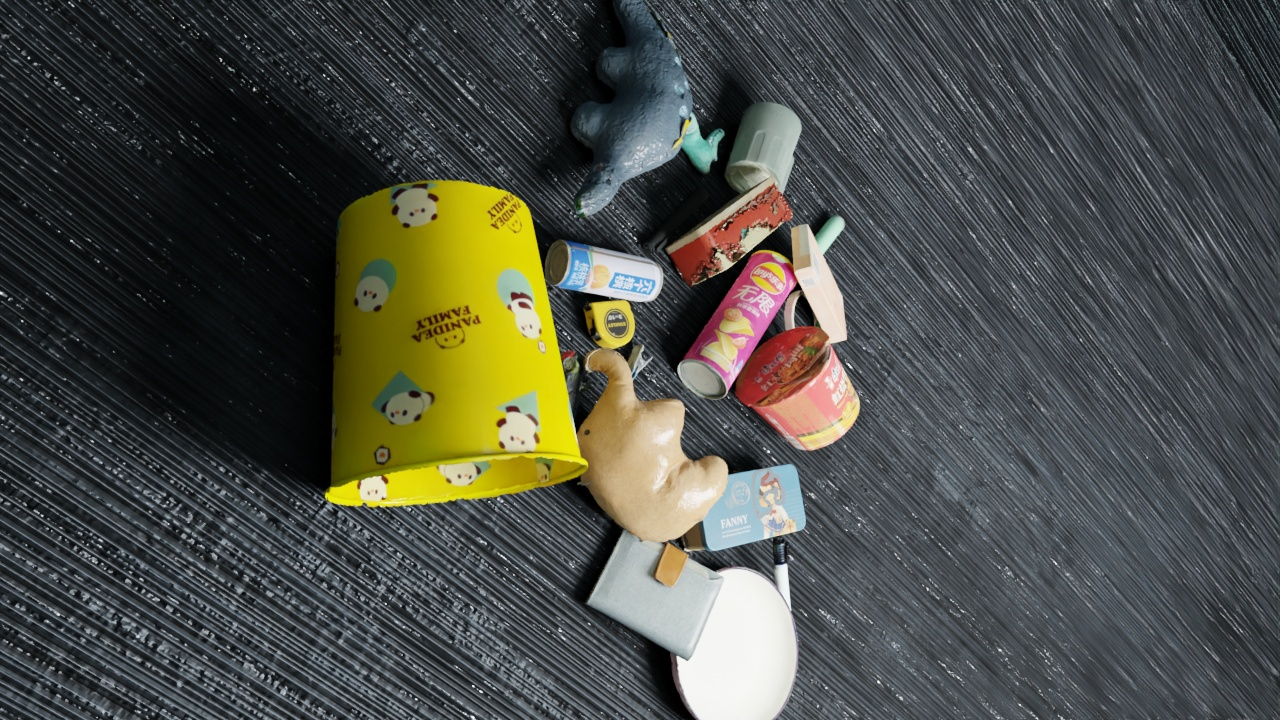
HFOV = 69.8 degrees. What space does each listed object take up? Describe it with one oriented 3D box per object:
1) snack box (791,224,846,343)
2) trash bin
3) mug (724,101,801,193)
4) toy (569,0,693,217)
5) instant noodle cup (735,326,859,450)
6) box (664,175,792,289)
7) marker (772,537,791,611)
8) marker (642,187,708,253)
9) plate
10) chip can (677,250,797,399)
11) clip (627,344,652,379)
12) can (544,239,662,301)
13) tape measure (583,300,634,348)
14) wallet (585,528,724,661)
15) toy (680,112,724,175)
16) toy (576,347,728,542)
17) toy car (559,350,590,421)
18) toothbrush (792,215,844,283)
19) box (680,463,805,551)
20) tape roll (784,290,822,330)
[{"bbox_3d":[0.243,-0.102,1.248,0.157,0.026,0.084,53,31,-43],"label":"snack box"},{"bbox_3d":[-0.178,-0.009,0.847,0.229,0.230,0.255,2,72,-37],"label":"trash bin"},{"bbox_3d":[0.174,-0.274,1.262,0.124,0.084,0.103,50,52,-47],"label":"mug"},{"bbox_3d":[-0.005,-0.310,1.122,0.137,0.092,0.355,20,65,-19],"label":"toy"},{"bbox_3d":[0.206,0.041,1.178,0.108,0.138,0.137,49,55,-28],"label":"instant noodle cup"},{"bbox_3d":[0.121,-0.160,1.179,0.167,0.092,0.077,-40,100,-36],"label":"box"},{"bbox_3d":[0.176,0.274,1.130,0.018,0.023,0.131,-45,133,-50],"label":"marker"},{"bbox_3d":[0.047,-0.179,1.172,0.131,0.022,0.020,-49,145,-34],"label":"marker"},{"bbox_3d":[0.105,0.341,1.082,0.192,0.039,0.192,10,73,-35],"label":"plate"},{"bbox_3d":[0.126,-0.047,1.169,0.071,0.072,0.210,47,56,-19],"label":"chip can"},{"bbox_3d":[-0.007,0.005,1.087,0.029,0.025,0.056,53,50,-19],"label":"clip"},{"bbox_3d":[-0.041,-0.102,1.067,0.134,0.053,0.053,8,75,-36],"label":"can"},{"bbox_3d":[-0.036,-0.042,1.072,0.059,0.029,0.057,-9,84,-38],"label":"tape measure"},{"bbox_3d":[0.020,0.253,1.014,0.129,0.037,0.106,30,61,-1],"label":"wallet"},{"bbox_3d":[0.073,-0.292,1.213,0.092,0.030,0.096,52,58,-20],"label":"toy"},{"bbox_3d":[-0.007,0.097,1.001,0.143,0.082,0.226,-39,104,-9],"label":"toy"},{"bbox_3d":[-0.091,0.046,0.995,0.053,0.045,0.120,64,41,-57],"label":"toy car"},{"bbox_3d":[0.232,-0.137,1.298,0.026,0.027,0.223,54,54,-19],"label":"toothbrush"},{"bbox_3d":[0.117,0.179,1.117,0.183,0.060,0.089,-6,83,-39],"label":"box"},{"bbox_3d":[0.227,-0.055,1.270,0.085,0.014,0.085,8,80,-49],"label":"tape roll"}]
